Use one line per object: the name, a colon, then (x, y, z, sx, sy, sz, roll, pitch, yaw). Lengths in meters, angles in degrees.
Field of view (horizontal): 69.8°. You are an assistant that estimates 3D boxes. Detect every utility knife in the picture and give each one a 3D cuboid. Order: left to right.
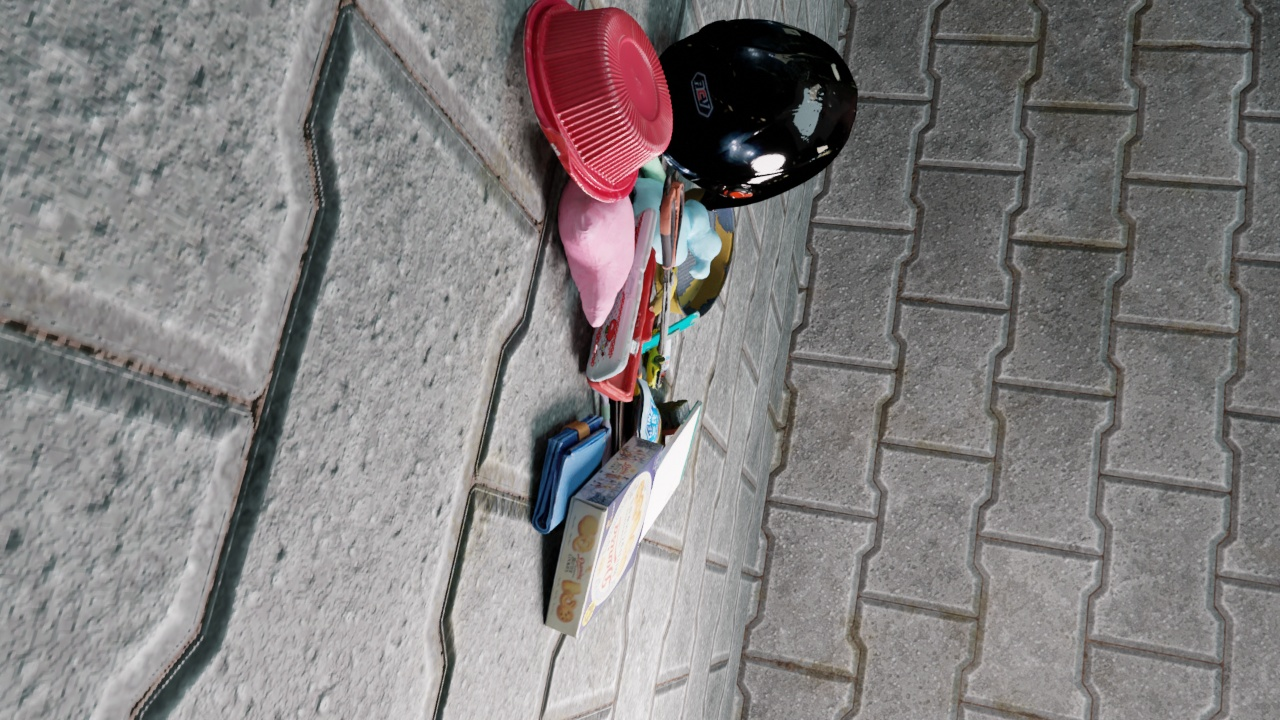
utility knife: (0.031, -0.032, 1.259, 0.179, 0.013, 0.029, -30, 153, -43)

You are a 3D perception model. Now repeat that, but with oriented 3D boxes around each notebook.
notebook: (0.039, 0.170, 1.341, 0.150, 0.012, 0.210, -52, 162, -36)

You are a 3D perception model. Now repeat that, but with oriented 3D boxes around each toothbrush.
toothbrush: (-0.045, 0.097, 1.149, 0.029, 0.021, 0.189, -23, 130, -28)
toothbrush: (0.017, -0.245, 1.192, 0.026, 0.027, 0.224, -66, 162, -8)

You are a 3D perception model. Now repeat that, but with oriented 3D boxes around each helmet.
helmet: (0.143, -0.329, 1.203, 0.274, 0.231, 0.233, -9, 88, -44)

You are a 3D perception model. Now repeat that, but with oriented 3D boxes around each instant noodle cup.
instant noodle cup: (-0.027, -0.244, 0.835, 0.193, 0.066, 0.193, 32, 52, -55)

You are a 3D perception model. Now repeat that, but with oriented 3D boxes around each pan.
pan: (0.060, -0.127, 1.302, 0.356, 0.078, 0.198, -37, 135, -51)

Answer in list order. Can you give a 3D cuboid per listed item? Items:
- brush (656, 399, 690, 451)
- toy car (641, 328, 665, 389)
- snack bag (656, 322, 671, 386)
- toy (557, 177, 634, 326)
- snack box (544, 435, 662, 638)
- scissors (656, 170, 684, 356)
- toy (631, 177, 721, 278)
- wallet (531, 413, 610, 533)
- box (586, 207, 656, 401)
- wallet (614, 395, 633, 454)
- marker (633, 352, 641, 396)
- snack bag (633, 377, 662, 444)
brush: (0.047, 0.102, 1.399, 0.145, 0.063, 0.069, -24, 105, -74)
toy car: (0.018, -0.003, 1.283, 0.105, 0.032, 0.048, -87, -176, -52)
snack bag: (0.031, -0.015, 1.357, 0.048, 0.026, 0.104, -77, 173, -81)
toy: (-0.043, -0.137, 0.945, 0.195, 0.074, 0.178, 84, 8, -54)
snack box: (-0.040, 0.204, 1.080, 0.182, 0.046, 0.178, -41, 147, -62)
scissors: (0.031, -0.115, 1.109, 0.192, 0.015, 0.206, 78, 21, -55)
toy: (0.040, -0.171, 1.190, 0.155, 0.050, 0.161, -38, 111, -42)
wallet: (-0.077, 0.120, 1.006, 0.132, 0.040, 0.106, -30, 135, -71)
box: (-0.019, -0.063, 1.062, 0.155, 0.074, 0.201, 82, 18, -71)
wallet: (-0.024, 0.087, 1.182, 0.096, 0.020, 0.122, -39, 131, -80)
marker: (-0.007, 0.007, 1.211, 0.015, 0.018, 0.124, -48, 157, -32)
snack bag: (0.007, 0.089, 1.233, 0.191, 0.039, 0.110, 63, 36, -80)
